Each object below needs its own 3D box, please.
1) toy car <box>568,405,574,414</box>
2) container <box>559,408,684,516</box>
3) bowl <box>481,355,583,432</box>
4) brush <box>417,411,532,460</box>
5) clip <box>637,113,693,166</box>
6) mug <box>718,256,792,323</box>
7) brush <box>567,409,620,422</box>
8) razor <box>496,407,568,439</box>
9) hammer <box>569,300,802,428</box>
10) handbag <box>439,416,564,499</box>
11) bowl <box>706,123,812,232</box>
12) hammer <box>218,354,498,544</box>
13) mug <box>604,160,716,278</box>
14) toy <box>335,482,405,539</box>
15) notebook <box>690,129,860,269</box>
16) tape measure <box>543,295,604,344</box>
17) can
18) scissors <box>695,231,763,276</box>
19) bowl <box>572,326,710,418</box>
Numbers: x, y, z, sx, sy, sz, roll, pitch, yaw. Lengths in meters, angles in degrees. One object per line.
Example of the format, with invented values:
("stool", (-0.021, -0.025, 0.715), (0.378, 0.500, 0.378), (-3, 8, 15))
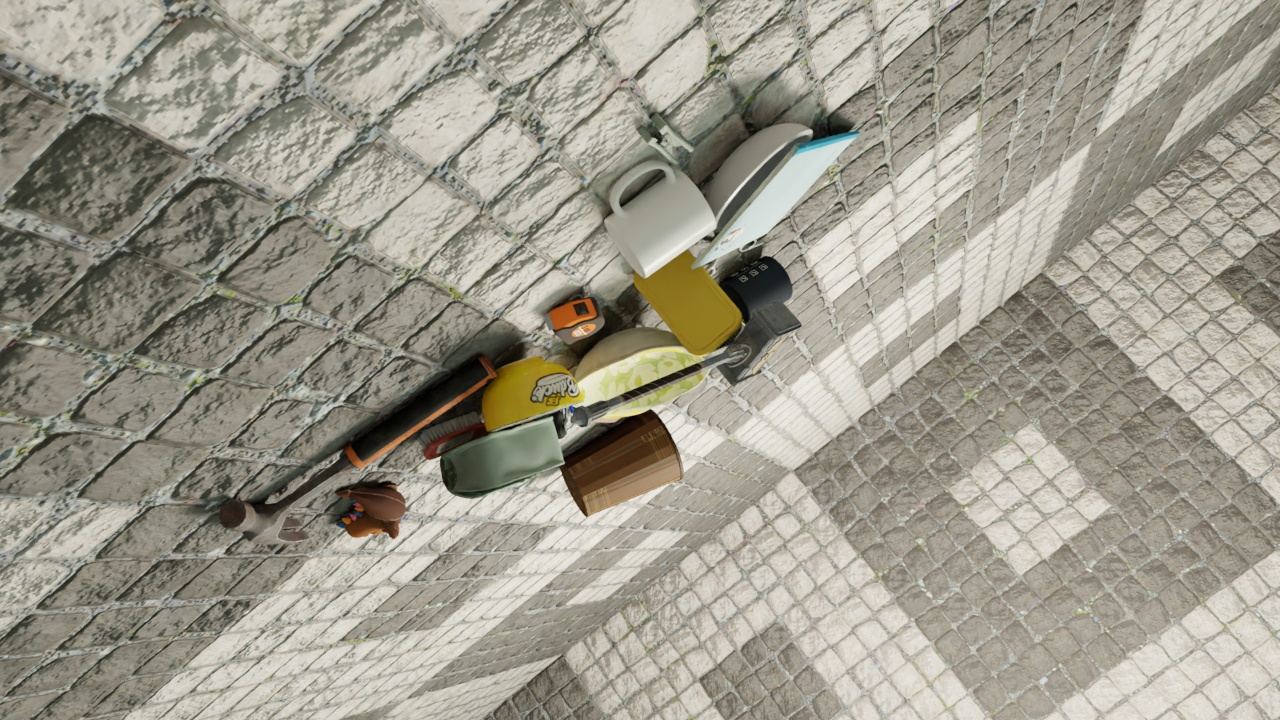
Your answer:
("toy car", (-0.079, 0.070, 1.300), (0.092, 0.033, 0.062), (0, 150, -25))
("container", (-0.035, 0.171, 1.487), (0.167, 0.132, 0.132), (-25, 158, -16))
("bowl", (-0.131, 0.035, 1.065), (0.117, 0.067, 0.117), (-18, 177, -1))
("brush", (-0.195, 0.078, 1.130), (0.172, 0.030, 0.041), (-20, 153, -38))
("clip", (0.026, -0.211, 0.879), (0.042, 0.023, 0.075), (-41, 158, 14))
("mug", (0.156, -0.097, 1.304), (0.077, 0.071, 0.105), (-31, -174, -18))
("brush", (-0.065, 0.072, 1.372), (0.050, 0.015, 0.135), (-47, 153, 22))
("razor", (-0.155, 0.103, 1.206), (0.140, 0.063, 0.053), (-37, 160, -6))
("hammer", (0.044, 0.015, 0.953), (0.321, 0.044, 0.099), (-21, 156, -45))
("handbag", (-0.163, 0.119, 1.105), (0.106, 0.067, 0.121), (-20, 177, 43))
("bowl", (0.119, -0.208, 1.000), (0.149, 0.043, 0.150), (-42, 171, -8))
("hammer", (-0.291, 0.098, 1.009), (0.314, 0.035, 0.138), (-35, 160, -8))
("mug", (0.013, -0.152, 0.934), (0.090, 0.074, 0.110), (-36, 135, -5))
("toy", (-0.341, 0.184, 1.118), (0.090, 0.070, 0.103), (-33, 141, 26))
("notebook", (0.165, -0.195, 1.084), (0.182, 0.009, 0.252), (-48, 171, 31))
("tape measure", (-0.074, -0.050, 1.049), (0.059, 0.038, 0.058), (-26, 161, 7))
("can", (0.067, -0.065, 1.109), (0.075, 0.135, 0.104), (-40, 163, 7))
("scissors", (0.115, -0.151, 1.179), (0.157, 0.014, 0.142), (-27, 161, -28))
("bowl", (-0.007, 0.007, 1.201), (0.188, 0.060, 0.220), (-6, 157, -19))
